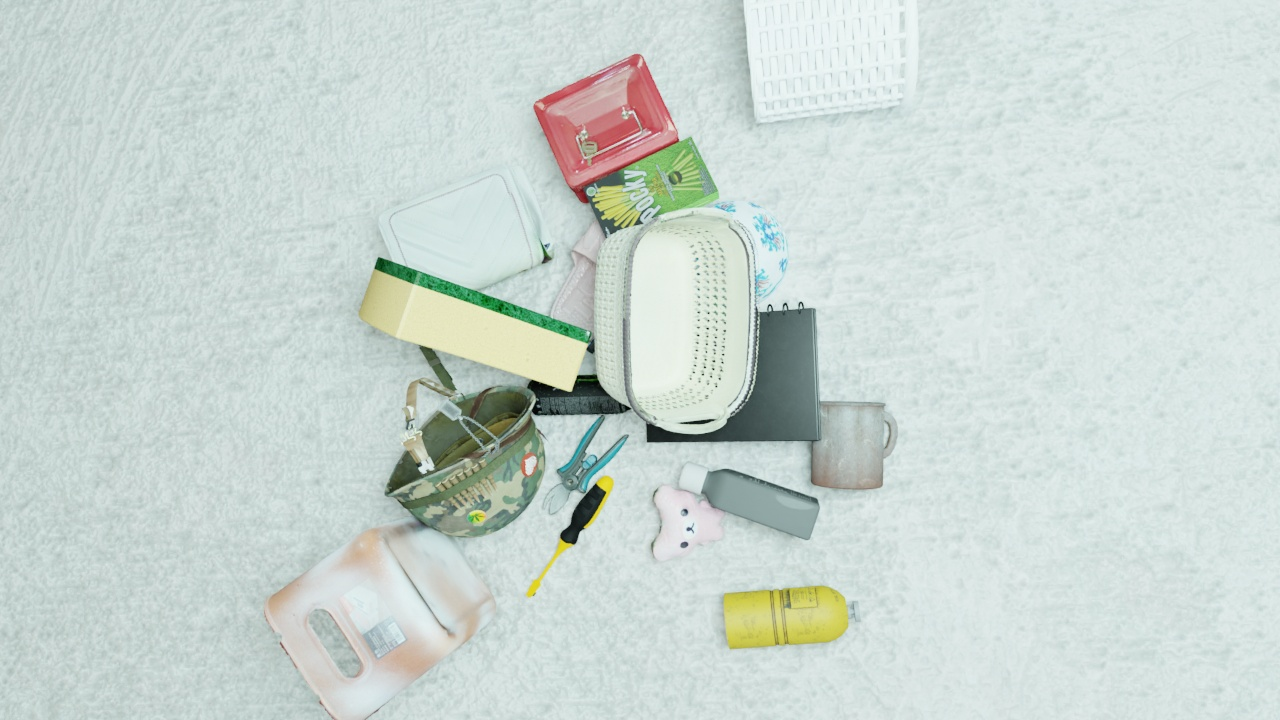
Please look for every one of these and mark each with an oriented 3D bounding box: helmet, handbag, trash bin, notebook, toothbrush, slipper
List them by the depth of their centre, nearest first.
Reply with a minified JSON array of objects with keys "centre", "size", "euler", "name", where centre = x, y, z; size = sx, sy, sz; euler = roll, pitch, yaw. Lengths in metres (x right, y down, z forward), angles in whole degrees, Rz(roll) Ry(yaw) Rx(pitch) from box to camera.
[{"centre":[-0.302,0.302,1.129],"size":[0.157,0.259,0.181],"euler":[-37,83,2],"name":"trash bin"},{"centre":[-0.224,0.104,1.149],"size":[0.225,0.192,0.236],"euler":[-42,109,18],"name":"helmet"},{"centre":[0.110,0.018,1.158],"size":[0.232,0.019,0.169],"euler":[-3,88,28],"name":"notebook"},{"centre":[-0.045,-0.123,1.175],"size":[0.094,0.064,0.240],"euler":[41,108,14],"name":"slipper"},{"centre":[-0.095,0.234,1.212],"size":[0.031,0.030,0.197],"euler":[38,97,29],"name":"toothbrush"},{"centre":[-0.225,-0.164,1.215],"size":[0.199,0.096,0.142],"euler":[-19,101,7],"name":"handbag"}]

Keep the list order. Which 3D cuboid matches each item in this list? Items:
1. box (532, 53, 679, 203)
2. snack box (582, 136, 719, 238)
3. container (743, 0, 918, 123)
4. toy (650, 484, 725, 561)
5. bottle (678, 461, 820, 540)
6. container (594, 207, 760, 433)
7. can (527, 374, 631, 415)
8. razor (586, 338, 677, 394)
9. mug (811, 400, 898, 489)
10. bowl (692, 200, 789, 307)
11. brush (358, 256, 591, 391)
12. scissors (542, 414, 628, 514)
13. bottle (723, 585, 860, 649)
[{"centre":[-0.037,-0.290,1.179],"size":[0.157,0.117,0.135],"euler":[-22,83,4],"name":"box"},{"centre":[0.013,-0.206,1.130],"size":[0.147,0.025,0.080],"euler":[-25,76,3],"name":"snack box"},{"centre":[0.223,-0.390,1.104],"size":[0.187,0.189,0.189],"euler":[-5,87,9],"name":"container"},{"centre":[0.062,0.209,1.179],"size":[0.096,0.053,0.099],"euler":[2,92,-4],"name":"toy"},{"centre":[0.134,0.171,1.153],"size":[0.174,0.083,0.046],"euler":[18,91,10],"name":"bottle"},{"centre":[0.035,-0.050,1.077],"size":[0.184,0.143,0.251],"euler":[-5,99,-32],"name":"container"},{"centre":[-0.079,0.045,1.203],"size":[0.138,0.054,0.054],"euler":[-1,88,8],"name":"can"},{"centre":[-0.007,0.007,1.200],"size":[0.144,0.022,0.042],"euler":[36,94,24],"name":"razor"},{"centre":[0.270,0.103,1.139],"size":[0.122,0.096,0.110],"euler":[2,94,-22],"name":"mug"},{"centre":[0.117,-0.140,1.169],"size":[0.144,0.074,0.144],"euler":[0,88,9],"name":"bowl"},{"centre":[-0.202,-0.045,1.108],"size":[0.250,0.195,0.075],"euler":[19,91,-30],"name":"brush"},{"centre":[-0.072,0.140,1.217],"size":[0.151,0.019,0.130],"euler":[-7,86,7],"name":"scissors"},{"centre":[0.190,0.319,1.145],"size":[0.164,0.071,0.071],"euler":[-7,87,8],"name":"bottle"}]
